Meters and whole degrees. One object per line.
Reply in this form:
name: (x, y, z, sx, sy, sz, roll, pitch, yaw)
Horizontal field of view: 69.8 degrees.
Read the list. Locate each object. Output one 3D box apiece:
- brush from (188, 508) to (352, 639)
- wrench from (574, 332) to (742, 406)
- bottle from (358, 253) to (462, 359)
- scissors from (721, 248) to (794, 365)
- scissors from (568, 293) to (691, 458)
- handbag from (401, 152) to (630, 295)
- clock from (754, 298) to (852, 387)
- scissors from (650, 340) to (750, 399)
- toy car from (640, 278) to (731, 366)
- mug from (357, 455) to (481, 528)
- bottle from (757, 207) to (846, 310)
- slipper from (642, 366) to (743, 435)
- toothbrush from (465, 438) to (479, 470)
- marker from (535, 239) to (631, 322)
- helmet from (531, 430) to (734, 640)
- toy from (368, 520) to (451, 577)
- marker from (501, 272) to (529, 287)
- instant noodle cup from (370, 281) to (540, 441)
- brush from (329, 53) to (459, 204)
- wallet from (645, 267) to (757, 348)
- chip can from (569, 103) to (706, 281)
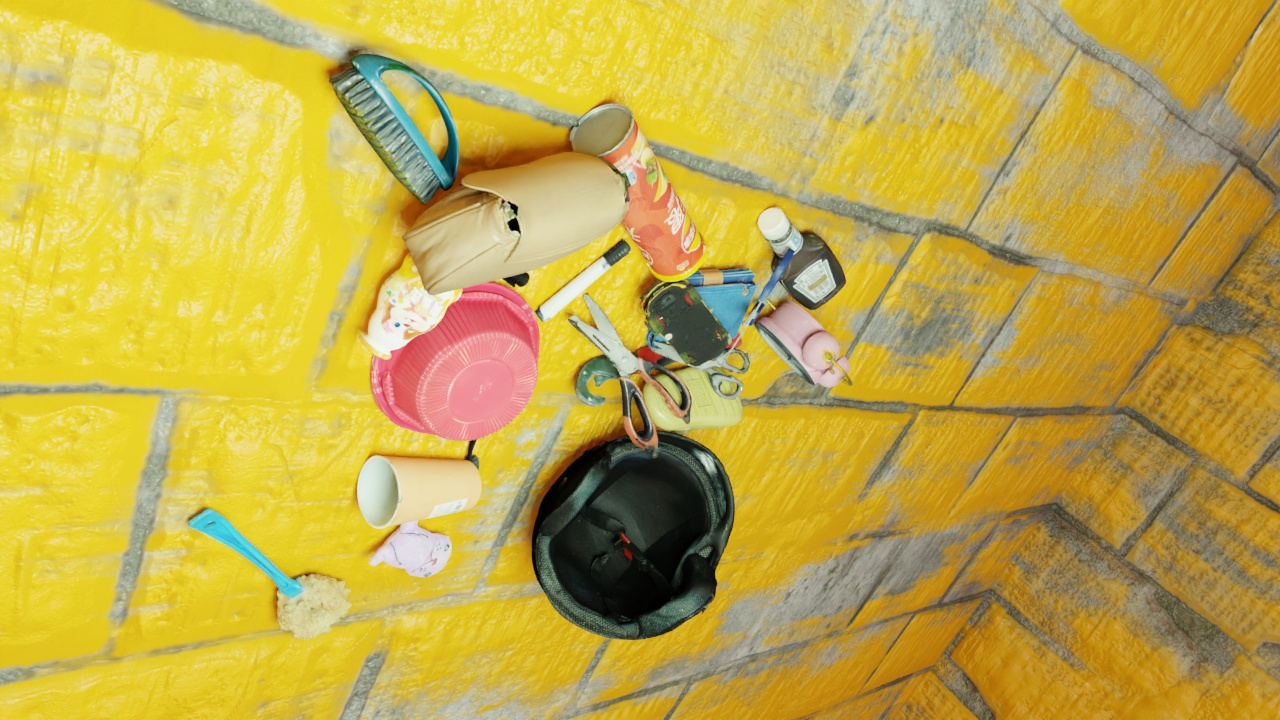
brush: (-0.399, 0.230, 0.994, 0.083, 0.046, 0.255, -34, 137, -8)
wrench: (0.028, -0.002, 1.168, 0.272, 0.056, 0.016, -19, 168, -35)
bottle: (-0.221, -0.052, 0.876, 0.108, 0.063, 0.063, -49, 142, 4)
scissors: (0.149, -0.069, 1.159, 0.163, 0.012, 0.172, -60, 173, 18)
scissors: (-0.012, 0.021, 1.091, 0.195, 0.015, 0.215, -1, 89, -42)
handbag: (-0.111, -0.131, 0.834, 0.148, 0.100, 0.203, -20, -175, 40)
clock: (0.227, -0.017, 1.244, 0.060, 0.158, 0.117, -43, 143, 0)
scissors: (0.077, 0.012, 1.182, 0.174, 0.014, 0.137, -24, 115, -35)
toy car: (0.055, -0.044, 1.103, 0.071, 0.041, 0.156, -37, 140, 7)
mug: (-0.243, 0.143, 1.027, 0.122, 0.078, 0.078, 4, 121, -49)
bottle: (0.209, -0.137, 1.212, 0.080, 0.044, 0.195, -41, 141, 9)
slipper: (0.058, 0.057, 1.230, 0.082, 0.091, 0.190, -28, 163, 38)
toothbrush: (-0.185, 0.063, 1.055, 0.017, 0.014, 0.190, -28, 140, -47)
marker: (-0.063, -0.088, 1.027, 0.130, 0.018, 0.023, -41, 151, -7)
helmet: (-0.015, 0.218, 1.180, 0.274, 0.233, 0.230, -43, -173, -17)
toy: (-0.268, 0.225, 1.104, 0.083, 0.039, 0.108, -51, 141, -8)
marker: (-0.159, -0.107, 0.922, 0.022, 0.020, 0.132, -25, 149, 21)
instant noodle cup: (-0.178, 0.015, 0.963, 0.193, 0.066, 0.194, -21, 132, -25)
brush: (-0.196, -0.200, 0.773, 0.073, 0.055, 0.144, -40, 141, -7)
wallet: (0.076, -0.066, 1.157, 0.132, 0.040, 0.107, -8, 132, -30)
chip can: (0.003, -0.172, 0.969, 0.073, 0.073, 0.216, -42, 141, -4)
